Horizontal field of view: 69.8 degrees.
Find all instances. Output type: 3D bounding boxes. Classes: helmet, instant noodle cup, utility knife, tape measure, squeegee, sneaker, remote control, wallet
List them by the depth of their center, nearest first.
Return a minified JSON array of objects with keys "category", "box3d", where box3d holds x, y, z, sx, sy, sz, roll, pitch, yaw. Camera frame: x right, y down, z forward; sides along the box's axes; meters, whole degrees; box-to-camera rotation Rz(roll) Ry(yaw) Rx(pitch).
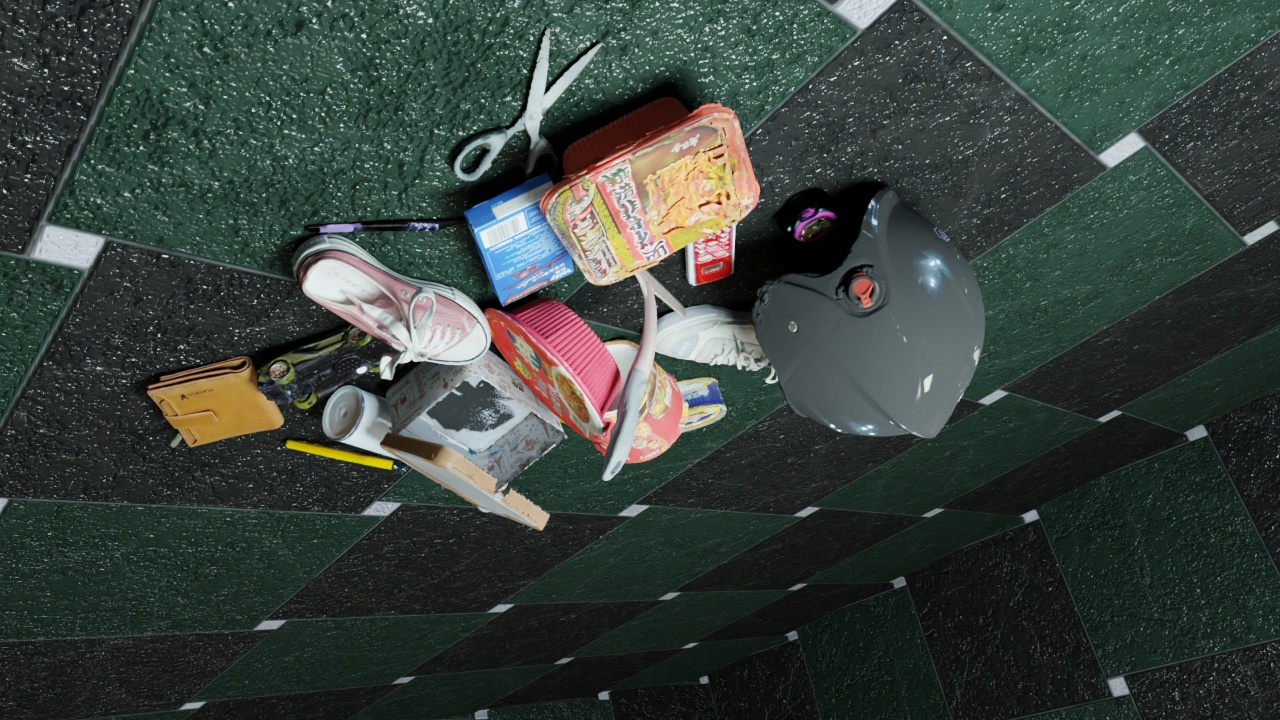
[{"category":"instant noodle cup","box3d":[0.007,-0.161,0.837,0.189,0.079,0.164,-25,152,4]},{"category":"sneaker","box3d":[-0.232,-0.037,0.903,0.118,0.087,0.241,-39,144,13]},{"category":"squeegee","box3d":[-0.006,0.006,0.969,0.040,0.249,0.247,1,161,26]},{"category":"tape measure","box3d":[0.186,-0.156,1.000,0.057,0.039,0.058,11,140,-42]},{"category":"wallet","box3d":[-0.468,0.048,1.003,0.119,0.035,0.131,-17,152,-14]},{"category":"remote control","box3d":[0.077,-0.128,1.008,0.056,0.020,0.136,-15,152,-4]},{"category":"instant noodle cup","box3d":[-0.087,0.000,1.011,0.065,0.194,0.194,-42,157,-18]},{"category":"helmet","box3d":[0.268,-0.044,1.026,0.233,0.230,0.275,-15,131,-63]},{"category":"utility knife","box3d":[-0.368,0.116,1.136,0.164,0.015,0.033,12,170,1]},{"category":"instant noodle cup","box3d":[-0.022,0.047,1.157,0.138,0.137,0.108,-23,144,9]},{"category":"sneaker","box3d":[0.126,-0.015,1.166,0.241,0.090,0.090,-3,148,-24]}]

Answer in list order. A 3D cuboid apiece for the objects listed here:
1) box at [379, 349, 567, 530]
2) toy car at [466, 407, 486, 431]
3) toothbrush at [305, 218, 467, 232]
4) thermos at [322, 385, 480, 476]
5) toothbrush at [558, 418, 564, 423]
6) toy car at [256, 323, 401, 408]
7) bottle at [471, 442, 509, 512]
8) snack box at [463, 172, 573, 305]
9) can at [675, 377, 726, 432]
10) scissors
[{"category":"box","box3d":[-0.186,0.104,1.047,0.154,0.181,0.182,-40,135,10]},{"category":"toy car","box3d":[-0.227,0.068,1.160,0.036,0.043,0.091,-35,146,18]},{"category":"toothbrush","box3d":[-0.212,-0.124,0.855,0.188,0.016,0.014,-5,149,-19]},{"category":"thermos","box3d":[-0.285,0.092,1.143,0.073,0.073,0.224,-30,148,21]},{"category":"toothbrush","box3d":[-0.118,0.082,1.276,0.016,0.016,0.190,-33,148,28]},{"category":"toy car","box3d":[-0.329,0.001,0.980,0.158,0.042,0.070,-25,152,-10]},{"category":"bottle","box3d":[-0.221,0.172,1.339,0.059,0.059,0.207,-9,154,-16]},{"category":"snack box","box3d":[-0.113,-0.113,0.886,0.084,0.026,0.157,-27,160,-9]},{"category":"can","box3d":[0.048,0.069,1.315,0.148,0.049,0.075,-13,152,-10]},{"category":"scissors","box3d":[-0.094,-0.203,0.782,0.175,0.014,0.159,-22,152,8]}]
